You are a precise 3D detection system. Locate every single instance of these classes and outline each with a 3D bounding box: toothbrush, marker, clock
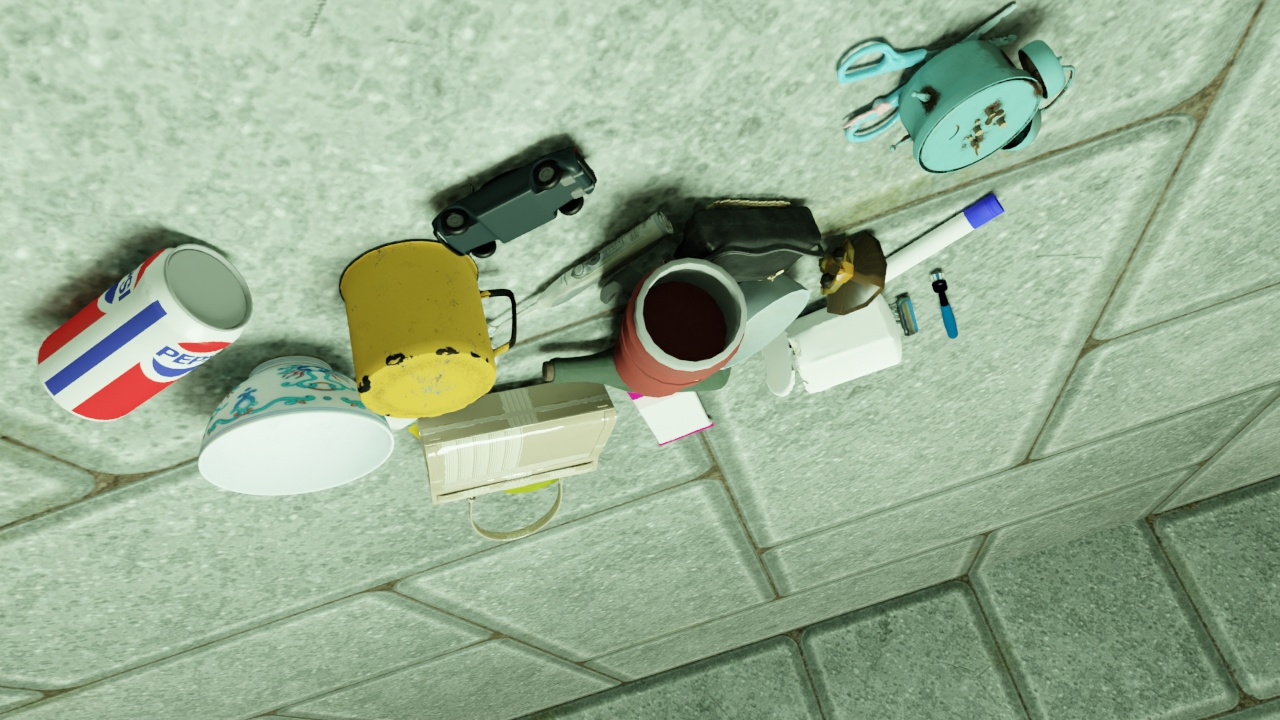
[{"bbox_3d":[-0.054,-0.061,0.722,0.186,0.022,0.024,-29,148,25],"label":"toothbrush"},{"bbox_3d":[0.256,-0.102,0.824,0.142,0.020,0.020,-33,149,29],"label":"marker"},{"bbox_3d":[0.234,-0.174,0.620,0.124,0.053,0.090,-18,155,-10],"label":"clock"},{"bbox_3d":[0.317,-0.054,0.953,0.014,0.014,0.167,-14,158,19],"label":"toothbrush"}]

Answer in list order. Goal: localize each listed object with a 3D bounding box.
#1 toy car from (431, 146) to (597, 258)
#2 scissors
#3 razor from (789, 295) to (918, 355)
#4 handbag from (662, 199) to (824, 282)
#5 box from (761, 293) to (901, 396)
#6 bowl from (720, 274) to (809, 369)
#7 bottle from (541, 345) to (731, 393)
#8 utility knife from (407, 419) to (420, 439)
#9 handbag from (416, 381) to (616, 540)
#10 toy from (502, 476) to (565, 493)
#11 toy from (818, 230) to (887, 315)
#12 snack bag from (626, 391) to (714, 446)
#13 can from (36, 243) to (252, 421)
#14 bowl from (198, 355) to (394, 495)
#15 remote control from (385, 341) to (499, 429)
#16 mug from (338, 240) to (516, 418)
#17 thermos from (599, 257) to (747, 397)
[{"bbox_3d":[-0.083,-0.105,0.606,0.112,0.034,0.046,-24,153,12],"label":"toy car"},{"bbox_3d":[0.184,-0.201,0.608,0.141,0.015,0.111,-39,147,26],"label":"scissors"},{"bbox_3d":[0.207,-0.029,0.936,0.144,0.022,0.043,-17,112,10],"label":"razor"},{"bbox_3d":[0.078,-0.084,0.719,0.128,0.054,0.079,-6,155,-26],"label":"handbag"},{"bbox_3d":[0.177,-0.014,0.884,0.143,0.080,0.089,-22,168,13],"label":"box"},{"bbox_3d":[0.095,-0.040,0.807,0.106,0.039,0.106,-33,162,-12],"label":"bowl"},{"bbox_3d":[-0.005,0.005,0.839,0.174,0.055,0.055,-3,150,-22],"label":"bottle"},{"bbox_3d":[-0.199,0.073,0.894,0.030,0.019,0.224,-25,152,5],"label":"utility knife"},{"bbox_3d":[-0.122,0.114,0.904,0.175,0.062,0.198,-10,135,-17],"label":"handbag"},{"bbox_3d":[-0.104,0.106,0.974,0.110,0.051,0.090,-15,150,-7],"label":"toy"},{"bbox_3d":[0.176,-0.075,0.784,0.100,0.062,0.076,2,114,-60],"label":"toy"},{"bbox_3d":[0.031,0.046,0.978,0.070,0.016,0.196,-20,152,5],"label":"snack bag"},{"bbox_3d":[-0.322,-0.017,0.596,0.132,0.070,0.070,-28,151,21],"label":"can"},{"bbox_3d":[-0.276,0.044,0.733,0.144,0.074,0.144,-13,153,-7],"label":"bowl"},{"bbox_3d":[-0.186,0.017,0.781,0.139,0.025,0.060,-31,146,24],"label":"remote control"},{"bbox_3d":[-0.147,-0.020,0.663,0.123,0.094,0.101,-9,152,-16],"label":"mug"},{"bbox_3d":[0.015,-0.026,0.715,0.084,0.108,0.199,-49,179,-10],"label":"thermos"}]
